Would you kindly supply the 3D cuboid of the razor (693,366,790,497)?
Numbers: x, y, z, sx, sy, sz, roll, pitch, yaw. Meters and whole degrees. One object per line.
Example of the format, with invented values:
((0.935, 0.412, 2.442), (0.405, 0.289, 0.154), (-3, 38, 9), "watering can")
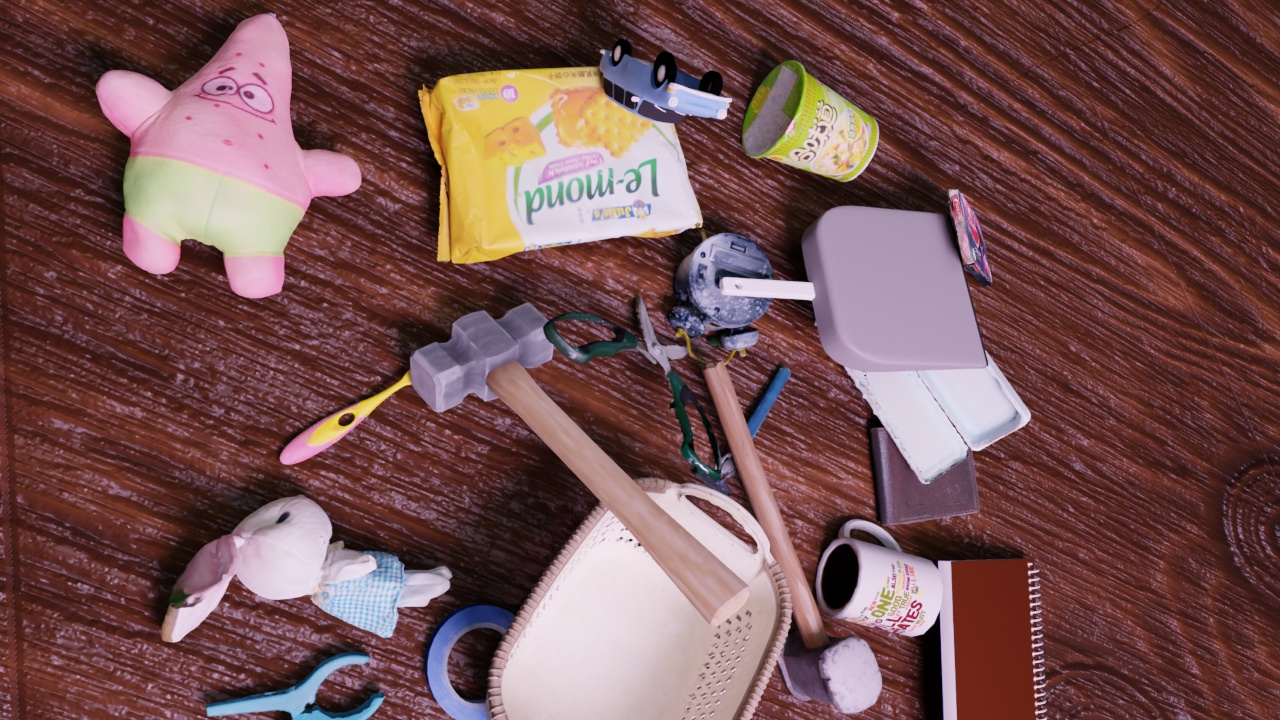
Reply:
((0.104, 0.063, 0.870), (0.042, 0.022, 0.143), (40, 69, -12), "razor")

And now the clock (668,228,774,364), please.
((0.075, -0.058, 0.861), (0.090, 0.052, 0.129), (16, 75, -18), "clock")

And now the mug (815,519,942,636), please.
((0.223, 0.201, 0.871), (0.089, 0.074, 0.105), (18, 47, -18), "mug")

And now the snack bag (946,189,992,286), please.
((0.338, -0.121, 0.939), (0.155, 0.018, 0.074), (8, 71, -62), "snack bag")

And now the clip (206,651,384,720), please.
((-0.263, 0.251, 0.698), (0.126, 0.028, 0.113), (-10, 87, -21), "clip")

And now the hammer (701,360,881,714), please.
((0.121, 0.156, 0.823), (0.052, 0.098, 0.328), (-20, 87, -22), "hammer")

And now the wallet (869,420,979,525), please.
((0.289, 0.112, 0.929), (0.119, 0.031, 0.099), (-2, 84, -24), "wallet")

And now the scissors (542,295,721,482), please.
((-0.005, 0.004, 0.774), (0.204, 0.015, 0.201), (21, 37, -38), "scissors")

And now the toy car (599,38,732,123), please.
((0.015, -0.223, 0.752), (0.056, 0.153, 0.055), (5, 114, -30), "toy car")

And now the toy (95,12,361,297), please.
((-0.314, -0.171, 0.711), (0.192, 0.097, 0.236), (16, 68, -26), "toy")

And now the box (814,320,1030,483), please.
((0.276, 0.007, 0.903), (0.125, 0.075, 0.197), (-30, 78, -14), "box")

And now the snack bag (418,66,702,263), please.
((-0.072, -0.174, 0.814), (0.246, 0.068, 0.159), (-10, 86, -23), "snack bag")

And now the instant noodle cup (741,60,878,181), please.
((0.172, -0.229, 0.908), (0.108, 0.099, 0.098), (17, 76, -27), "instant noodle cup")

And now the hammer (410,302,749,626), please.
((-0.043, 0.074, 0.700), (0.117, 0.051, 0.323), (-27, 56, -33), "hammer")

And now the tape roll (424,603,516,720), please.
((-0.130, 0.248, 0.752), (0.091, 0.016, 0.093), (24, 74, -16), "tape roll")

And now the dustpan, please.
((0.196, -0.068, 0.858), (0.257, 0.033, 0.163), (1, 69, -23), "dustpan")

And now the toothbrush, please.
((-0.232, 0.043, 0.748), (0.135, 0.016, 0.021), (-35, 97, -20), "toothbrush")

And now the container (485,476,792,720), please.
((-0.007, 0.225, 0.707), (0.184, 0.143, 0.245), (37, 55, 2), "container")

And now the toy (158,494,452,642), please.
((-0.240, 0.150, 0.688), (0.205, 0.131, 0.105), (8, 63, -26), "toy")

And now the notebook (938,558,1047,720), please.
((0.346, 0.301, 0.894), (0.171, 0.022, 0.209), (9, 77, -40), "notebook")
